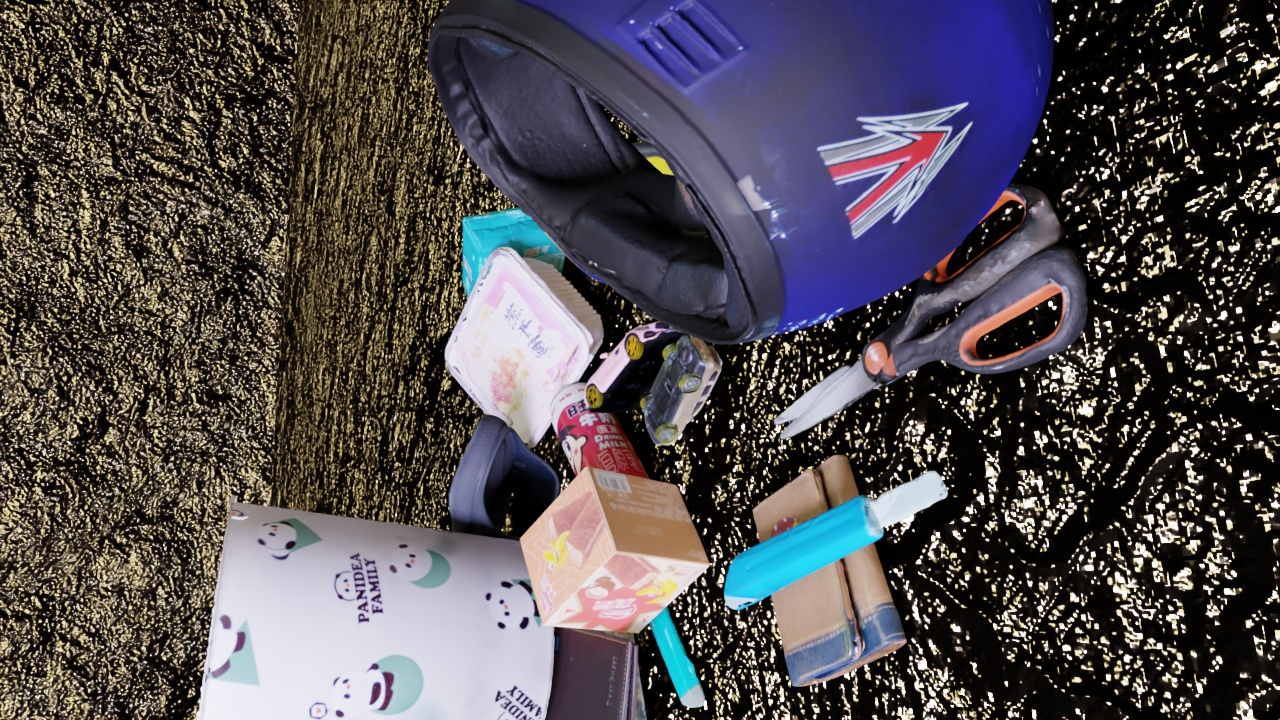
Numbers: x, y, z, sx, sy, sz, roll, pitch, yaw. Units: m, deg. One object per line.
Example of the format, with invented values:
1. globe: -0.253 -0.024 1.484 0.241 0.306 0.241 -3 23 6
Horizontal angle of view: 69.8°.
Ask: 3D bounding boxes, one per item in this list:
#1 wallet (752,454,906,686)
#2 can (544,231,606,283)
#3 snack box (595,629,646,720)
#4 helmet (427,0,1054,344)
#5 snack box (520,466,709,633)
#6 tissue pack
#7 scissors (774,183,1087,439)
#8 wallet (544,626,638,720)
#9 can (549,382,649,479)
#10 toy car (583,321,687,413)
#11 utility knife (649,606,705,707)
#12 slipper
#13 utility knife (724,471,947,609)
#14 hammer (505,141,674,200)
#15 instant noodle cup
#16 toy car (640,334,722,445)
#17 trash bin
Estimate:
1. wallet: 0.108 0.125 0.545 0.090 0.033 0.115 -49 41 47
2. can: -0.042 -0.124 0.751 0.074 0.148 0.049 -50 22 -18
3. snack box: -0.069 0.243 0.814 0.178 0.045 0.182 -41 50 50
4. helmet: 0.053 -0.159 0.476 0.240 0.247 0.316 -42 38 -12
5. snack box: -0.020 0.144 0.685 0.095 0.092 0.077 -49 44 27
6. tissue pack: -0.124 -0.101 0.891 0.134 0.093 0.050 113 140 -60
7. scissors: 0.146 0.006 0.507 0.236 0.021 0.142 -62 37 32
8. wallet: -0.041 0.255 0.707 0.122 0.020 0.096 -8 78 55
9. can: -0.035 0.077 0.777 0.132 0.053 0.053 59 134 47
10. toy car: -0.004 0.004 0.737 0.123 0.056 0.037 -50 51 44
11. utility knife: 0.005 0.175 0.730 0.029 0.013 0.223 -59 40 33
12. slipper: -0.126 0.136 0.868 0.269 0.083 0.110 105 -175 -66
13. utility knife: 0.101 0.100 0.506 0.195 0.018 0.034 -46 29 52
14. hammer: -0.046 -0.170 0.813 0.031 0.126 0.324 -51 30 -20
15. instant noodle cup: -0.104 -0.015 0.870 0.138 0.060 0.174 47 131 14
16. toy car: 0.030 0.025 0.693 0.091 0.035 0.042 -64 34 32
17. trash bin: -0.217 0.233 0.751 0.230 0.251 0.229 -173 91 -69
